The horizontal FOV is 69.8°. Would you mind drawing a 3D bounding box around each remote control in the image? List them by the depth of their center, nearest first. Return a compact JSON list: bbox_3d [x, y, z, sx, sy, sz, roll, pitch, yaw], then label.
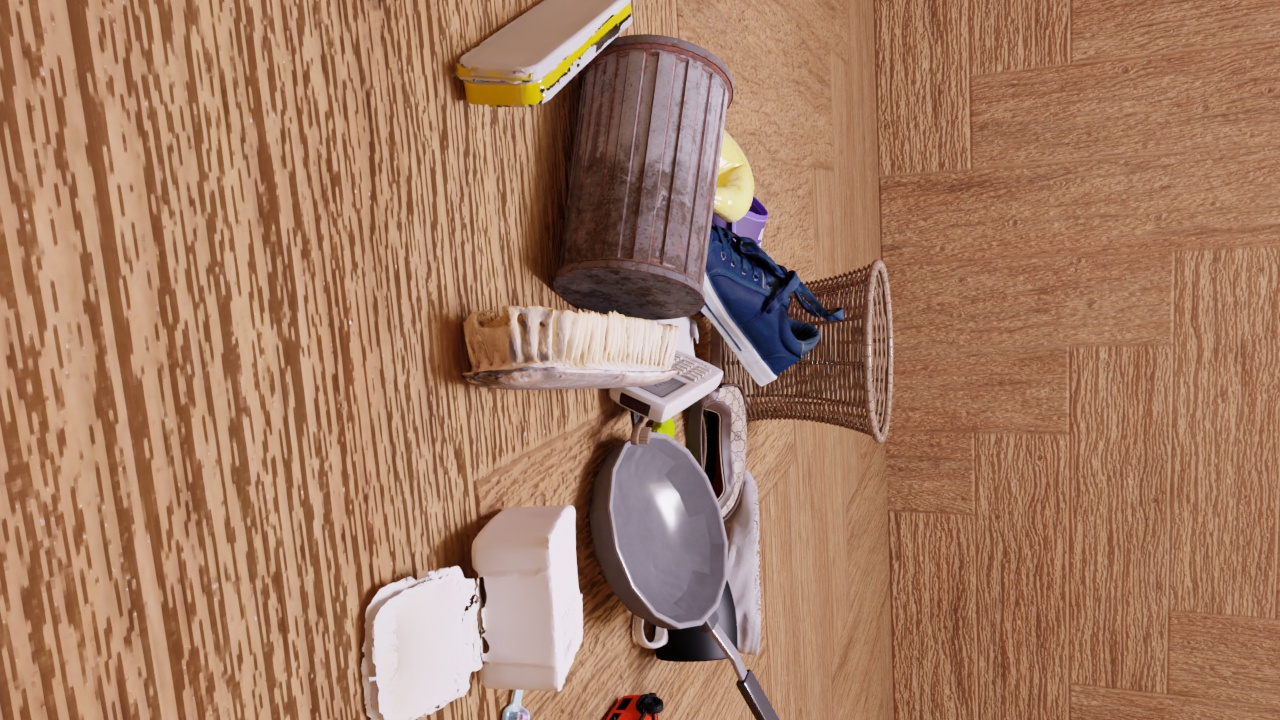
[{"bbox_3d":[0.026,0.022,0.867,0.138,0.060,0.025,-26,136,-58],"label":"remote control"}]

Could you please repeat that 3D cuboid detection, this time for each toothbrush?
[{"bbox_3d":[-0.080,0.192,0.687,0.022,0.016,0.154,20,66,-26],"label":"toothbrush"},{"bbox_3d":[0.008,0.047,0.862,0.166,0.016,0.016,-66,159,-73],"label":"toothbrush"}]

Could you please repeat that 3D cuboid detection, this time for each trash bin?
[{"bbox_3d":[0.003,-0.152,0.751,0.131,0.131,0.211,37,57,-63],"label":"trash bin"}]

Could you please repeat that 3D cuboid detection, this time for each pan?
[{"bbox_3d":[0.056,0.232,0.851,0.357,0.041,0.178,61,33,-12],"label":"pan"}]

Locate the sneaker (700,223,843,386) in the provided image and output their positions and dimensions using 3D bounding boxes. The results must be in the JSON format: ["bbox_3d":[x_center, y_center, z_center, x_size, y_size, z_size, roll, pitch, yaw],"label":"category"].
[{"bbox_3d":[0.117,-0.088,0.970,0.294,0.127,0.120,47,17,-42],"label":"sneaker"}]

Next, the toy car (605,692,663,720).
[{"bbox_3d":[-0.011,0.337,0.813,0.100,0.049,0.051,-29,117,-65],"label":"toy car"}]

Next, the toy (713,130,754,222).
[{"bbox_3d":[0.052,-0.212,0.909,0.170,0.065,0.154,52,24,-3],"label":"toy"}]

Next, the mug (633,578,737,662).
[{"bbox_3d":[0.041,0.247,0.922,0.118,0.085,0.100,6,76,-39],"label":"mug"}]

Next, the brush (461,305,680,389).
[{"bbox_3d":[-0.041,-0.007,0.697,0.270,0.083,0.056,2,86,-67],"label":"brush"}]

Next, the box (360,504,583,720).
[{"bbox_3d":[-0.089,0.162,0.586,0.190,0.083,0.110,-15,101,-66],"label":"box"}]

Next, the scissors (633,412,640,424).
[{"bbox_3d":[-0.012,0.008,0.870,0.131,0.013,0.169,27,69,-66],"label":"scissors"}]

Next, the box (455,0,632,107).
[{"bbox_3d":[-0.064,-0.234,0.674,0.208,0.064,0.033,-62,154,-49],"label":"box"}]

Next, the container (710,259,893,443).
[{"bbox_3d":[0.212,-0.011,1.178,0.226,0.196,0.227,0,90,-68],"label":"container"}]

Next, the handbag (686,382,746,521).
[{"bbox_3d":[0.077,0.106,1.019,0.138,0.063,0.166,-25,118,-66],"label":"handbag"}]

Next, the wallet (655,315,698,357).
[{"bbox_3d":[0.038,-0.022,0.966,0.086,0.032,0.116,-44,129,-60],"label":"wallet"}]

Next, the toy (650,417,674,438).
[{"bbox_3d":[0.026,0.103,0.931,0.094,0.036,0.093,-74,148,-50],"label":"toy"}]

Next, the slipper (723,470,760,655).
[{"bbox_3d":[0.104,0.225,1.063,0.246,0.074,0.112,-81,-171,-49],"label":"slipper"}]

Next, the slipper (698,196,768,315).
[{"bbox_3d":[0.100,-0.177,1.052,0.107,0.084,0.267,-46,132,-60],"label":"slipper"}]
